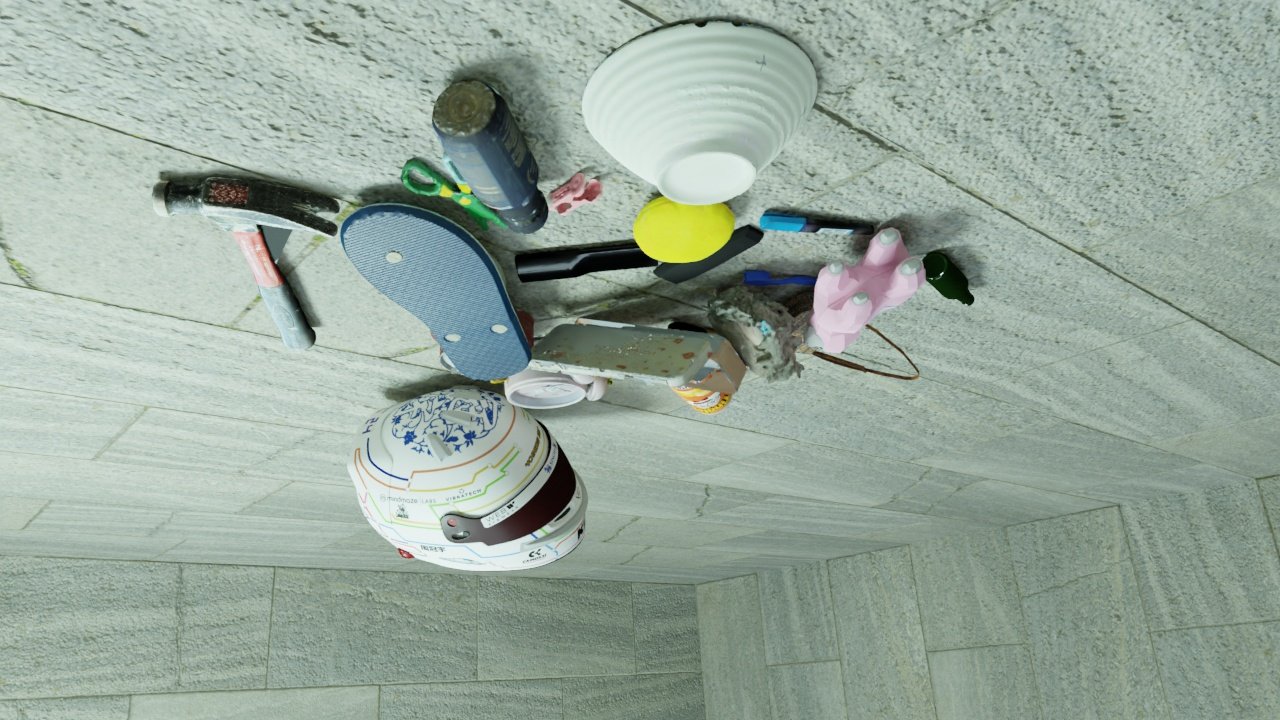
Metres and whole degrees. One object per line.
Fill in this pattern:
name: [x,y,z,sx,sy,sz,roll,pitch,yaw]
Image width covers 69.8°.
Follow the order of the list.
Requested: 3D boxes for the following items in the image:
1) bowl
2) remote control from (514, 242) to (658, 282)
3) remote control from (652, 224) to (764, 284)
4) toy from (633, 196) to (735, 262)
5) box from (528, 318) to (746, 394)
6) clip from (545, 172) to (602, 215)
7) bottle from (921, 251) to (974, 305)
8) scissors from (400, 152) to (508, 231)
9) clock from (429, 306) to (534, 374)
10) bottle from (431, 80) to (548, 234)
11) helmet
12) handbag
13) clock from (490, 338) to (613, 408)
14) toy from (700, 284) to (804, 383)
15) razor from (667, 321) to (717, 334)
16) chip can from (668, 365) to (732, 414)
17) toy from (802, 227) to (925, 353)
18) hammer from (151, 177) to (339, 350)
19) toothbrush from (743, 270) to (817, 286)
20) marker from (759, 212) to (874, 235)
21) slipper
bowl: [0.046,-0.164,0.683,0.177,0.070,0.177,-3,160,-1]
remote control: [-0.053,-0.097,0.919,0.140,0.021,0.045,-6,161,4]
remote control: [0.068,-0.106,0.929,0.125,0.010,0.039,-23,152,40]
toy: [0.040,-0.121,0.842,0.095,0.041,0.094,10,151,-32]
box: [-0.007,0.007,1.003,0.217,0.094,0.121,9,155,38]
clip: [-0.054,-0.142,0.800,0.059,0.022,0.039,-15,160,41]
bottle: [0.341,-0.084,1.004,0.033,0.033,0.122,-17,156,32]
scissors: [-0.142,-0.144,0.791,0.078,0.013,0.132,-14,156,26]
clock: [-0.179,-0.023,1.039,0.110,0.061,0.157,-6,159,6]
bottle: [-0.110,-0.151,0.713,0.056,0.056,0.161,-7,159,8]
helmet: [-0.235,0.152,1.257,0.315,0.230,0.236,0,125,7]
handbag: [0.251,-0.024,1.081,0.195,0.043,0.094,22,145,-17]
clock: [-0.102,0.017,1.163,0.158,0.058,0.117,-7,160,7]
toy: [0.128,-0.031,1.026,0.076,0.132,0.176,-40,-179,-4]
razor: [0.089,-0.026,1.131,0.144,0.021,0.044,13,167,-38]
chip can: [0.071,0.022,1.169,0.062,0.062,0.210,-8,165,13]
toy: [0.225,-0.065,0.944,0.123,0.067,0.157,-30,162,-4]
hammer: [-0.352,-0.080,0.898,0.140,0.036,0.327,2,159,-10]
toothbrush: [0.198,-0.087,1.010,0.186,0.011,0.017,1,159,-21]
marker: [0.170,-0.130,0.879,0.123,0.015,0.018,1,163,-20]
slipper: [-0.184,-0.073,0.904,0.118,0.060,0.295,-10,148,10]
